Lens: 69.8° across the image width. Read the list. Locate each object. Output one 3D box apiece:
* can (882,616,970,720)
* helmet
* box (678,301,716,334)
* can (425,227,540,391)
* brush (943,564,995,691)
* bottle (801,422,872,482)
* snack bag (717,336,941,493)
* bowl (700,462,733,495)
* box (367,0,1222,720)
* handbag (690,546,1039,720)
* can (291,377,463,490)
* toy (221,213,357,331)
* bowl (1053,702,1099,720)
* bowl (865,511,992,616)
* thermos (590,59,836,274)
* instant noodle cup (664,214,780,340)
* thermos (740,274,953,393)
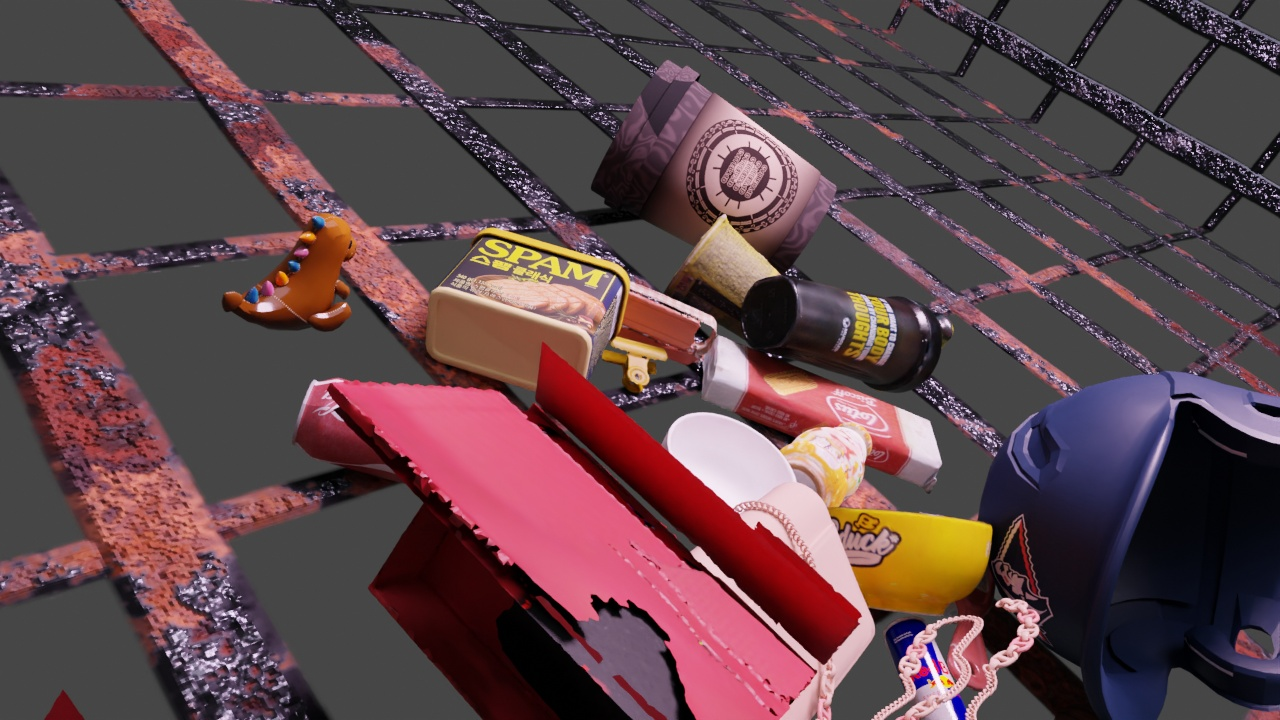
[{"bbox_3d":[0.192,0.218,0.610,0.032,0.032,0.095,13,35,-20],"label":"can"},{"bbox_3d":[0.350,0.129,0.648,0.223,0.232,0.271,6,29,38],"label":"helmet"},{"bbox_3d":[-0.022,-0.048,0.807,0.187,0.079,0.054,23,72,-7],"label":"box"},{"bbox_3d":[-0.089,-0.037,0.724,0.135,0.075,0.104,17,35,5],"label":"can"},{"bbox_3d":[0.242,0.189,0.688,0.041,0.030,0.171,30,32,5],"label":"brush"},{"bbox_3d":[0.150,0.084,0.743,0.063,0.063,0.108,39,34,19],"label":"bottle"},{"bbox_3d":[0.162,0.046,0.827,0.225,0.041,0.077,21,31,-6],"label":"snack bag"},{"bbox_3d":[0.058,0.092,0.676,0.105,0.054,0.104,17,36,-13],"label":"bowl"},{"bbox_3d":[0.017,0.037,0.402,0.211,0.411,0.107,41,37,20],"label":"box"},{"bbox_3d":[0.123,0.136,0.532,0.198,0.188,0.116,-24,98,-51],"label":"handbag"},{"bbox_3d":[-0.167,0.047,0.586,0.096,0.054,0.054,18,34,-13],"label":"can"},{"bbox_3d":[-0.245,-0.064,0.645,0.070,0.090,0.103,35,13,14],"label":"toy"},{"bbox_3d":[0.344,0.281,0.627,0.119,0.032,0.119,18,33,-13],"label":"bowl"},{"bbox_3d":[0.188,0.145,0.658,0.117,0.117,0.067,11,78,-22],"label":"bowl"},{"bbox_3d":[0.084,-0.196,1.007,0.226,0.173,0.172,32,33,-3],"label":"thermos"},{"bbox_3d":[0.093,-0.073,0.903,0.108,0.102,0.102,38,33,1],"label":"instant noodle cup"},{"bbox_3d":[0.196,-0.025,0.866,0.220,0.098,0.098,10,35,-37],"label":"thermos"}]
